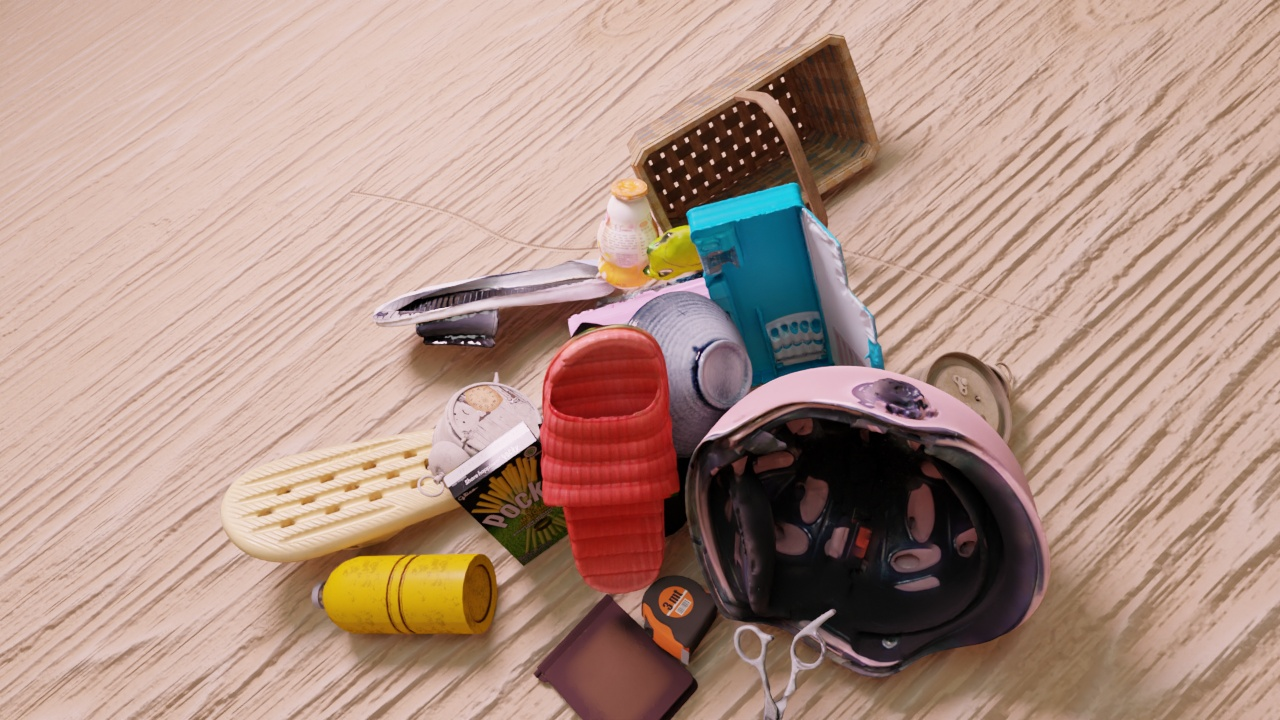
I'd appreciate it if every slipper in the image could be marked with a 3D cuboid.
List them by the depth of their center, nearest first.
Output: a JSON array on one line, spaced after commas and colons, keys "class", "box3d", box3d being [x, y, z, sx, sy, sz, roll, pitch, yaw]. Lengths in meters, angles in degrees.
[{"class": "slipper", "box3d": [-0.022, 0.091, 0.694, 0.103, 0.249, 0.059, -2, 29, -1]}, {"class": "slipper", "box3d": [-0.263, 0.138, 0.894, 0.261, 0.079, 0.111, -15, 52, -14]}, {"class": "slipper", "box3d": [-0.154, -0.054, 0.984, 0.264, 0.063, 0.111, -13, 22, -2]}]

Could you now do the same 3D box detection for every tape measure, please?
[{"class": "tape measure", "box3d": [0.029, 0.212, 0.758, 0.059, 0.038, 0.058, 25, 49, 23]}]

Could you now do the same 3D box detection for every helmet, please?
[{"class": "helmet", "box3d": [0.169, 0.106, 0.686, 0.256, 0.230, 0.152, 1, 26, 27]}]

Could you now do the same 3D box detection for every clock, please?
[{"class": "clock", "box3d": [0.271, 0.036, 0.777, 0.140, 0.055, 0.093, -28, 87, -32]}, {"class": "clock", "box3d": [-0.151, 0.077, 0.860, 0.103, 0.061, 0.156, 35, 41, 10]}]

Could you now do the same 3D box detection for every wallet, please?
[{"class": "wallet", "box3d": [-0.022, 0.262, 0.760, 0.091, 0.018, 0.116, -45, 52, -14]}]

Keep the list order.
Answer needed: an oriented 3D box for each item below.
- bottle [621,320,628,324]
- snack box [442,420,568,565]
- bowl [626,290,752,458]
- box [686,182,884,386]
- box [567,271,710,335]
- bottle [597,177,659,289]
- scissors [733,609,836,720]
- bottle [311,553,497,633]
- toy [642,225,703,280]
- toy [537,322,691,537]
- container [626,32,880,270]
[{"class": "bottle", "box3d": [-0.004, 0.004, 0.752, 0.160, 0.072, 0.046, -26, 13, -32]}, {"class": "snack box", "box3d": [-0.102, 0.120, 0.800, 0.080, 0.148, 0.025, -35, 53, -6]}, {"class": "bowl", "box3d": [0.050, 0.011, 0.725, 0.057, 0.137, 0.136, 0, 51, 55]}, {"class": "box", "box3d": [0.139, -0.045, 0.776, 0.170, 0.227, 0.085, 18, 63, 29]}, {"class": "box", "box3d": [0.053, -0.055, 0.905, 0.231, 0.160, 0.063, -15, 96, 9]}, {"class": "bottle", "box3d": [-0.012, -0.126, 0.912, 0.063, 0.109, 0.063, 0, 41, 0]}, {"class": "scissors", "box3d": [0.106, 0.258, 0.666, 0.118, 0.014, 0.161, -20, 76, 30]}, {"class": "bottle", "box3d": [-0.219, 0.211, 0.830, 0.164, 0.071, 0.070, -5, 56, 16]}, {"class": "toy", "box3d": [0.051, -0.107, 0.890, 0.094, 0.093, 0.036, -41, 58, 39]}, {"class": "toy", "box3d": [-0.011, 0.066, 0.808, 0.159, 0.140, 0.183, -22, 53, 4]}, {"class": "container", "box3d": [0.123, -0.207, 0.929, 0.250, 0.157, 0.186, -32, 32, -4]}]
